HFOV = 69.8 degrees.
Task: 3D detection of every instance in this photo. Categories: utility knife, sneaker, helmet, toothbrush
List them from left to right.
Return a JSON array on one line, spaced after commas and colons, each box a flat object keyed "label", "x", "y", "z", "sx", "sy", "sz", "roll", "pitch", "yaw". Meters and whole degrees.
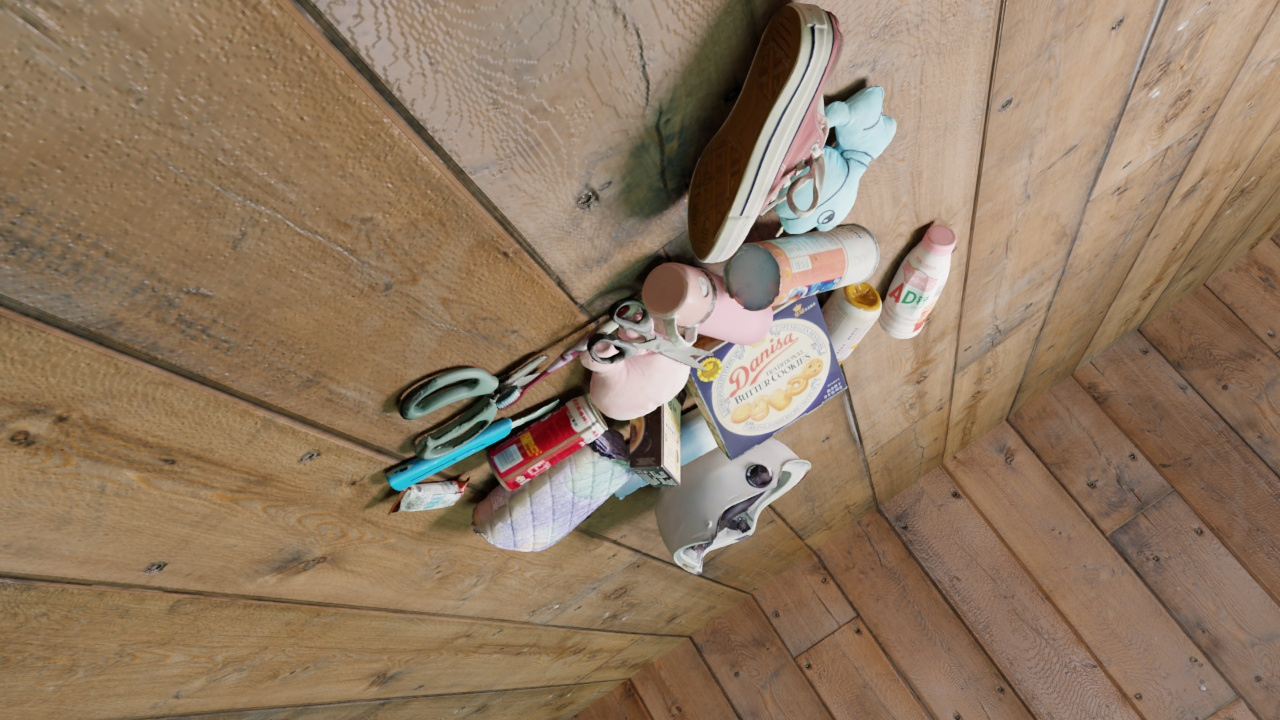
[{"label": "utility knife", "x": -0.177, "y": 0.088, "z": 0.993, "sx": 0.204, "sy": 0.018, "sz": 0.034, "roll": -26, "pitch": 155, "yaw": -21}, {"label": "toothbrush", "x": -0.070, "y": -0.011, "z": 0.923, "sx": 0.187, "sy": 0.016, "sz": 0.017, "roll": -38, "pitch": 151, "yaw": -7}, {"label": "helmet", "x": 0.125, "y": 0.197, "z": 1.430, "sx": 0.258, "sy": 0.146, "sz": 0.229, "roll": -36, "pitch": 159, "yaw": -16}, {"label": "sneaker", "x": 0.113, "y": -0.175, "z": 0.762, "sx": 0.087, "sy": 0.118, "sz": 0.242, "roll": 3, "pitch": 136, "yaw": -24}]

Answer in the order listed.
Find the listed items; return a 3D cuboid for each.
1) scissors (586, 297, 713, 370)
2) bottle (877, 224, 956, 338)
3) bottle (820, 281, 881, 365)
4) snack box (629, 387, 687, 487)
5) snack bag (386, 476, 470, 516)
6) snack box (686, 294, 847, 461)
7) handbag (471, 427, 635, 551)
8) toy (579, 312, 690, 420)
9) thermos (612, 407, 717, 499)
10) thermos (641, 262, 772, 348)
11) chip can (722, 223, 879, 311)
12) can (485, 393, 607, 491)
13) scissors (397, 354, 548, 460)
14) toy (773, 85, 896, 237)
[{"label": "scissors", "x": 0.020, "y": -0.022, "z": 0.961, "sx": 0.170, "sy": 0.014, "sz": 0.151, "roll": -20, "pitch": 134, "yaw": -23}, {"label": "bottle", "x": 0.389, "y": -0.110, "z": 1.287, "sx": 0.068, "sy": 0.068, "sz": 0.197, "roll": -26, "pitch": 151, "yaw": -19}, {"label": "bottle", "x": 0.263, "y": -0.031, "z": 1.267, "sx": 0.067, "sy": 0.068, "sz": 0.190, "roll": -19, "pitch": 153, "yaw": -31}, {"label": "snack box", "x": 0.024, "y": 0.086, "z": 1.153, "sx": 0.053, "sy": 0.125, "sz": 0.113, "roll": -5, "pitch": 160, "yaw": 13}, {"label": "snack bag", "x": -0.235, "y": 0.151, "z": 1.026, "sx": 0.104, "sy": 0.026, "sz": 0.048, "roll": 1, "pitch": 133, "yaw": -52}, {"label": "snack box", "x": 0.151, "y": 0.012, "z": 1.139, "sx": 0.178, "sy": 0.045, "sz": 0.182, "roll": -32, "pitch": 129, "yaw": -4}, {"label": "handbag", "x": -0.105, "y": 0.156, "z": 1.146, "sx": 0.194, "sy": 0.075, "sz": 0.134, "roll": -42, "pitch": 151, "yaw": 14}, {"label": "toy", "x": -0.006, "y": 0.006, "z": 1.011, "sx": 0.121, "sy": 0.054, "sz": 0.159, "roll": -33, "pitch": 144, "yaw": -3}, {"label": "thermos", "x": 0.043, "y": 0.118, "z": 1.276, "sx": 0.220, "sy": 0.070, "sz": 0.070, "roll": -26, "pitch": 155, "yaw": -17}, {"label": "thermos", "x": 0.074, "y": -0.049, "z": 0.970, "sx": 0.067, "sy": 0.087, "sz": 0.198, "roll": -13, "pitch": 169, "yaw": 28}, {"label": "chip can", "x": 0.177, "y": -0.103, "z": 0.983, "sx": 0.214, "sy": 0.071, "sz": 0.071, "roll": -17, "pitch": 152, "yaw": -48}, {"label": "can", "x": -0.105, "y": 0.092, "z": 1.040, "sx": 0.133, "sy": 0.053, "sz": 0.053, "roll": -32, "pitch": 157, "yaw": 1}, {"label": "scissors", "x": -0.169, "y": 0.035, "z": 0.900, "sx": 0.175, "sy": 0.019, "sz": 0.176, "roll": -36, "pitch": 155, "yaw": 4}, {"label": "toy", "x": 0.185, "y": -0.185, "z": 0.899, "sx": 0.156, "sy": 0.049, "sz": 0.161, "roll": -37, "pitch": 147, "yaw": 10}]
